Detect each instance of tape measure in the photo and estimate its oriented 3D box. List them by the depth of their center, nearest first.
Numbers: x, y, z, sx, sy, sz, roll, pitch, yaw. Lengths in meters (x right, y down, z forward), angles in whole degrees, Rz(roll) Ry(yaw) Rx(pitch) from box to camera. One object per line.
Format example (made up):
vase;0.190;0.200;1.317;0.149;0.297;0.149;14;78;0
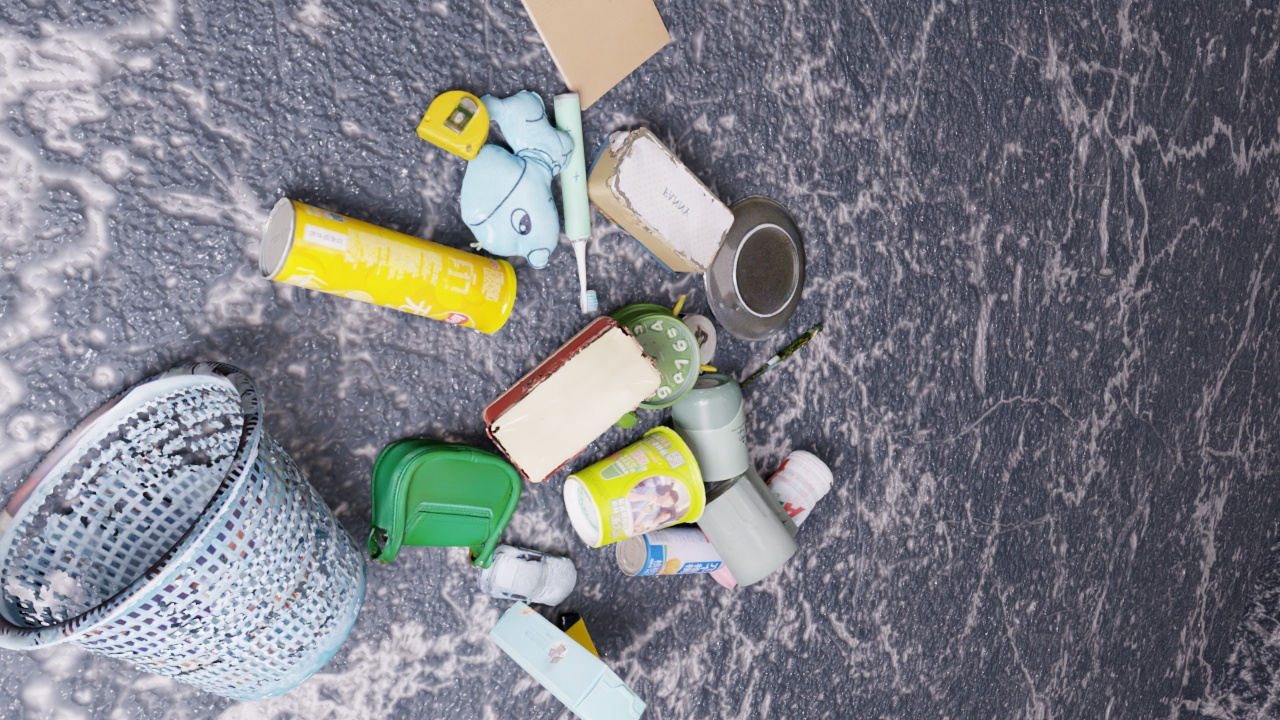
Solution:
tape measure;-0.167;-0.218;0.837;0.060;0.029;0.057;27;78;-6
tape measure;0.054;-0.022;1.054;0.065;0.034;0.066;28;80;-39

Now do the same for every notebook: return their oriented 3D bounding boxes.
notebook;-0.061;-0.384;0.923;0.149;0.012;0.211;-46;122;-26

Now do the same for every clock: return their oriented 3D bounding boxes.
clock;-0.006;0.006;0.980;0.161;0.056;0.116;-28;106;-11

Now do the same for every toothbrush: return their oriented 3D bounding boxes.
toothbrush;-0.066;-0.159;0.942;0.027;0.026;0.224;-8;103;-17
toothbrush;0.173;-0.002;1.162;0.185;0.017;0.012;-34;79;-30

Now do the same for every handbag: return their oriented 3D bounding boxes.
handbag;-0.185;0.136;0.865;0.131;0.068;0.120;11;91;-39

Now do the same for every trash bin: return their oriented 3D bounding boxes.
trash bin;-0.321;0.147;0.685;0.226;0.227;0.195;-51;136;-21

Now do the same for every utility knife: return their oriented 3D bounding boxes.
utility knife;-0.050;0.371;1.040;0.033;0.015;0.215;-32;113;-32

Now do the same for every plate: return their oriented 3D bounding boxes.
plate;0.149;-0.111;1.122;0.179;0.024;0.179;-7;101;-38

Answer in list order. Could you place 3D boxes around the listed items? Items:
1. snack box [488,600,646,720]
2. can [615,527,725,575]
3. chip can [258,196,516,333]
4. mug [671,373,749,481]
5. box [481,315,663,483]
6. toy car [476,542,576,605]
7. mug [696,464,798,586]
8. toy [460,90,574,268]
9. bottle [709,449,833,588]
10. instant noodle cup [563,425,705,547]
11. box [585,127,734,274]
snack box;-0.075;0.305;0.909;0.051;0.175;0.074;-48;123;-20
can;0.040;0.221;1.065;0.134;0.053;0.053;8;91;-39
chip can;-0.215;-0.079;0.806;0.213;0.072;0.072;13;88;-39
mug;0.085;0.071;1.069;0.111;0.082;0.106;-37;121;-64
box;-0.065;0.040;0.899;0.168;0.077;0.091;-39;108;-4
toy car;-0.115;0.225;0.956;0.120;0.037;0.054;22;82;-42
mug;0.127;0.185;1.067;0.103;0.084;0.123;54;37;0
toy;-0.121;-0.171;0.882;0.156;0.050;0.161;-44;108;-21
bottle;0.161;0.201;1.153;0.196;0.068;0.068;-46;122;-21
instant noodle cup;-0.012;0.142;0.985;0.123;0.112;0.112;-18;107;-28
box;0.025;-0.166;0.994;0.184;0.061;0.089;40;73;-37
